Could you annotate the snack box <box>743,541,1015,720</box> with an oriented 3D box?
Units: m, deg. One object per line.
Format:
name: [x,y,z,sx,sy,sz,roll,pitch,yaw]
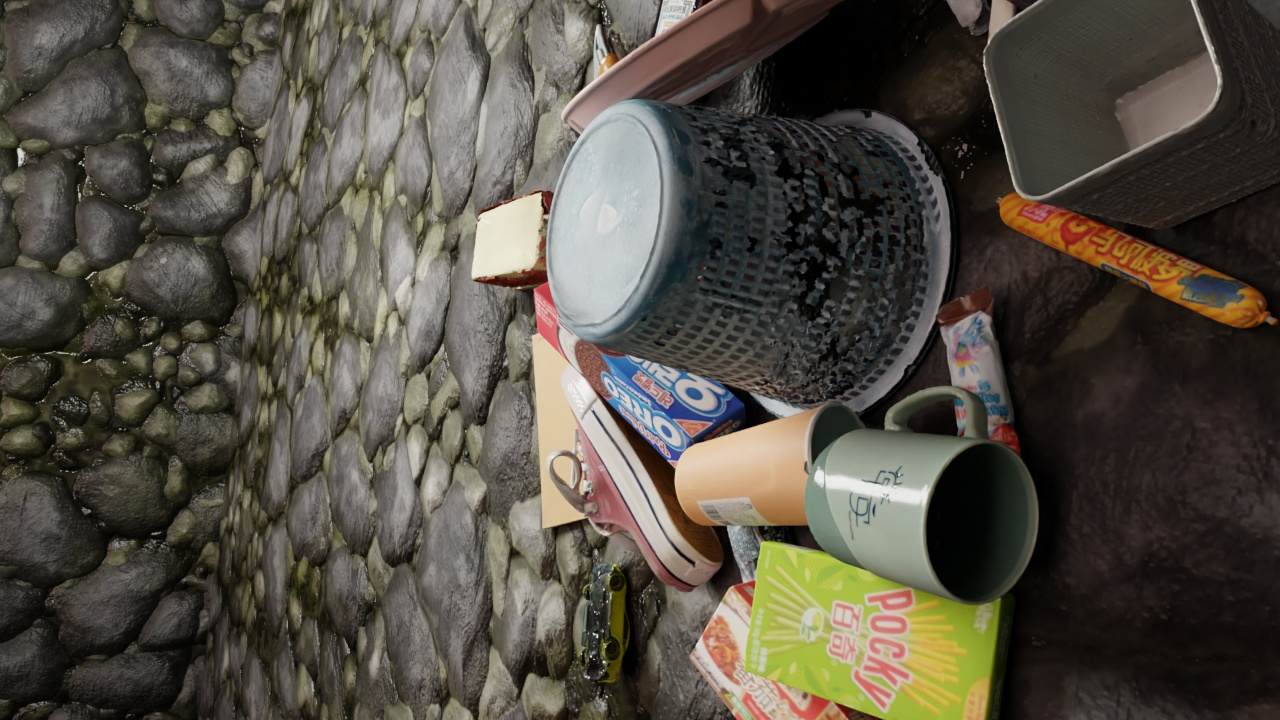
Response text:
snack box: [0.138,0.165,0.552,0.157,0.026,0.085,6,85,41]

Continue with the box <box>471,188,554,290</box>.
box: [-0.126,-0.125,0.983,0.169,0.078,0.091,-1,83,56]

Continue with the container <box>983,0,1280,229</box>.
container: [0.235,-0.117,0.417,0.090,0.114,0.090,-28,62,51]

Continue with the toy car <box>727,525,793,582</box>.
toy car: [0.085,0.125,0.674,0.049,0.031,0.105,-45,49,41]

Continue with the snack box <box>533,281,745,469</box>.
snack box: [-0.004,0.004,0.742,0.207,0.058,0.057,43,150,31]

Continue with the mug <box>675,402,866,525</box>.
mug: [0.086,0.078,0.618,0.123,0.078,0.078,-17,70,43]

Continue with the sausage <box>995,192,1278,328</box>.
sausage: [0.246,-0.055,0.472,0.165,0.021,0.021,44,120,49]

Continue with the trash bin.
trash bin: [0.054,-0.074,0.606,0.227,0.194,0.226,-14,73,55]

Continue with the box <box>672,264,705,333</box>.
box: [0.018,-0.100,0.802,0.087,0.076,0.162,151,120,-85]

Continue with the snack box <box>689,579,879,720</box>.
snack box: [0.100,0.228,0.616,0.153,0.025,0.075,46,123,37]

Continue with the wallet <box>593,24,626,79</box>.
wallet: [-0.024,-0.233,0.853,0.107,0.037,0.129,89,167,-58]

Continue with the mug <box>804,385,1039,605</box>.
mug: [0.153,0.068,0.511,0.106,0.082,0.111,2,77,64]

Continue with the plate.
plate: [0.051,-0.214,0.639,0.230,0.228,0.028,-19,103,53]

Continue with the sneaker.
sneaker: [-0.021,0.100,0.773,0.088,0.118,0.241,-44,53,17]

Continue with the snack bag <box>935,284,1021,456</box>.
snack bag: [0.195,0.012,0.531,0.045,0.026,0.105,146,122,-63]

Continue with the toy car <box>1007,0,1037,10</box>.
toy car: [0.236,-0.206,0.503,0.106,0.031,0.049,52,126,33]

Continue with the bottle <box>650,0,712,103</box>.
bottle: [0.051,-0.323,0.787,0.080,0.044,0.195,37,114,56]

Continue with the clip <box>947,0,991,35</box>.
clip: [0.201,-0.227,0.571,0.025,0.035,0.057,-41,52,42]

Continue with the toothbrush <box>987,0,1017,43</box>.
toothbrush: [0.223,-0.258,0.548,0.016,0.018,0.191,5,91,58]

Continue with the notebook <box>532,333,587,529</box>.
notebook: [-0.062,0.053,0.921,0.150,0.012,0.211,-25,65,50]

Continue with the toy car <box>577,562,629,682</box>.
toy car: [-0.029,0.235,0.824,0.048,0.032,0.105,-35,46,48]
